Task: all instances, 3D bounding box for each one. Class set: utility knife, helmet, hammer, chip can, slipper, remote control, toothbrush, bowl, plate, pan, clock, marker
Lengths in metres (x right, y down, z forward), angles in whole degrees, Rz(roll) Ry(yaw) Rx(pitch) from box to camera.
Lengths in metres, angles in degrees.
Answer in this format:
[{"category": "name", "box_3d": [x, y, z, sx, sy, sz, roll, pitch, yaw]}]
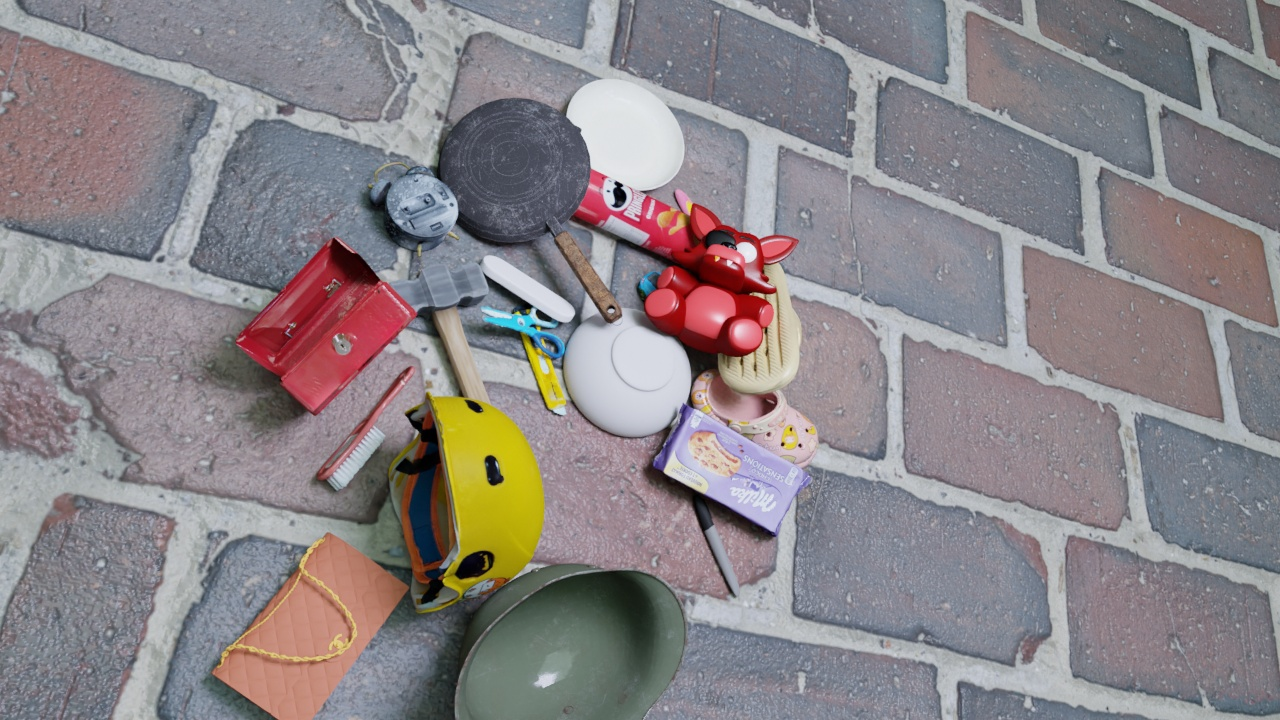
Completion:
[{"category": "utility knife", "box_3d": [-0.126, -0.002, 1.168, 0.030, 0.017, 0.155, -16, 80, -25]}, {"category": "helmet", "box_3d": [-0.086, 0.309, 0.975, 0.267, 0.154, 0.227, -17, 103, -24]}, {"category": "hammer", "box_3d": [-0.200, 0.038, 1.102, 0.117, 0.051, 0.322, -18, 81, -29]}, {"category": "chip can", "box_3d": [0.006, -0.192, 1.267, 0.233, 0.073, 0.073, 23, 63, -15]}, {"category": "slipper", "box_3d": [0.161, 0.075, 1.229, 0.197, 0.082, 0.093, 30, 62, -9]}, {"category": "remote control", "box_3d": [-0.145, -0.092, 1.178, 0.136, 0.013, 0.043, 33, 27, -4]}, {"category": "toothbrush", "box_3d": [0.091, -0.194, 1.341, 0.021, 0.016, 0.135, -33, 84, -29]}, {"category": "helmet", "box_3d": [-0.168, 0.139, 0.966, 0.139, 0.241, 0.209, -1, 50, -28]}, {"category": "bowl", "box_3d": [-0.007, 0.007, 1.186, 0.176, 0.066, 0.176, 9, 67, -21]}, {"category": "slipper", "box_3d": [0.166, -0.037, 1.255, 0.260, 0.111, 0.079, -87, 152, -44]}, {"category": "plate", "box_3d": [-0.025, -0.319, 1.324, 0.182, 0.034, 0.182, 9, 67, -21]}, {"category": "pan", "box_3d": [-0.124, -0.192, 1.172, 0.207, 0.040, 0.357, -33, 77, -7]}, {"category": "clock", "box_3d": [-0.284, -0.196, 1.149, 0.090, 0.052, 0.129, -30, 85, -30]}, {"category": "marker", "box_3d": [0.099, 0.236, 1.176, 0.022, 0.016, 0.138, -12, 75, -52]}]

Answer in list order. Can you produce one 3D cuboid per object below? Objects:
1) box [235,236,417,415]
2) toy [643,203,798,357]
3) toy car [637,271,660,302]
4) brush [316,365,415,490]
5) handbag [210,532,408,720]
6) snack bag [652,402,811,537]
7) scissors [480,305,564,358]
[{"category": "box", "box_3d": [-0.326, -0.026, 0.999, 0.122, 0.136, 0.157, 40, 82, 3]}, {"category": "toy", "box_3d": [0.105, -0.104, 1.195, 0.158, 0.121, 0.196, 20, 71, 10]}, {"category": "toy car", "box_3d": [0.042, -0.078, 1.262, 0.048, 0.032, 0.105, -38, 90, -31]}, {"category": "brush", "box_3d": [-0.303, 0.076, 1.047, 0.030, 0.041, 0.171, 47, 55, -22]}, {"category": "handbag", "box_3d": [-0.335, 0.275, 0.941, 0.109, 0.060, 0.171, 36, 60, -3]}, {"category": "snack bag", "box_3d": [0.117, 0.143, 1.186, 0.205, 0.058, 0.096, 31, 79, -14]}, {"category": "scissors", "box_3d": [-0.145, -0.039, 1.140, 0.140, 0.015, 0.083, 7, 61, -53]}]
